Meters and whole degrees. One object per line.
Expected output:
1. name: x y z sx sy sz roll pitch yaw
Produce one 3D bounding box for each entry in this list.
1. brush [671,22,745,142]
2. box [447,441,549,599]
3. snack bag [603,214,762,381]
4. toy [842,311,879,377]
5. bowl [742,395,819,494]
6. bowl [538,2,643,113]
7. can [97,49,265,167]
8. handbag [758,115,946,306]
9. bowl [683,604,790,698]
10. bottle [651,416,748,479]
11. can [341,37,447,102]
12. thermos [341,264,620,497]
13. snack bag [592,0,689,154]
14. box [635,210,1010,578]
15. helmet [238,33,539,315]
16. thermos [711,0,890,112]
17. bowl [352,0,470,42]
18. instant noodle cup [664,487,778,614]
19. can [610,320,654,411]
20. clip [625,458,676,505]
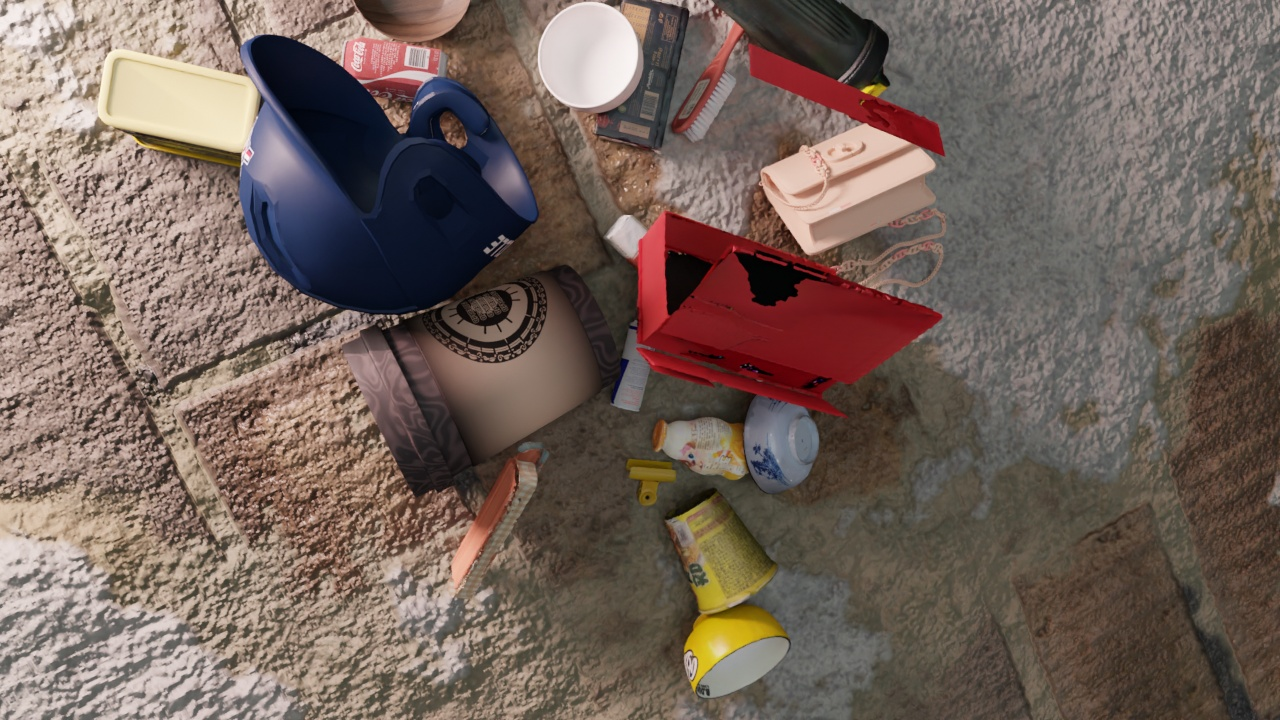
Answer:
1. brush: 0.089 -0.308 0.973 0.030 0.041 0.172 32 86 -29
2. box: -0.142 0.163 0.910 0.054 0.078 0.187 36 120 8
3. snack bag: 0.055 -0.066 0.964 0.225 0.077 0.041 44 91 -11
4. toy: 0.212 -0.014 1.003 0.100 0.062 0.076 -19 117 -27
5. bowl: 0.159 0.086 0.980 0.114 0.045 0.114 8 80 -51
6. bowl: -0.046 -0.301 0.926 0.105 0.054 0.105 0 92 13
7. can: -0.410 -0.229 0.846 0.135 0.104 0.075 10 93 -12
8. handbag: 0.218 -0.153 1.011 0.198 0.116 0.187 -24 140 -3
9. bowl: 0.097 0.306 0.998 0.117 0.067 0.117 -18 141 -16
10. bottle: 0.068 0.091 0.986 0.109 0.063 0.063 13 92 -13
11. can: -0.241 -0.284 0.900 0.096 0.054 0.054 6 93 -11
12. thermos: -0.148 0.010 0.891 0.226 0.173 0.173 -26 99 -14
13. snack bag: 0.002 -0.302 0.962 0.074 0.018 0.155 12 92 -11
14. box: 0.122 0.025 0.786 0.211 0.409 0.108 16 121 -22
15. helmet: -0.250 -0.163 0.811 0.223 0.232 0.272 -30 118 11
16. thermos: 0.162 -0.341 0.933 0.220 0.098 0.098 30 88 -26
17. bowl: -0.226 -0.371 0.906 0.119 0.032 0.119 -1 95 -11
18. instant noodle cup: 0.080 0.201 0.986 0.102 0.102 0.108 -30 90 -7
19. can: -0.006 0.006 0.980 0.032 0.032 0.095 14 92 -12
20. clip: 0.010 0.132 0.997 0.054 0.045 0.048 7 68 -13
